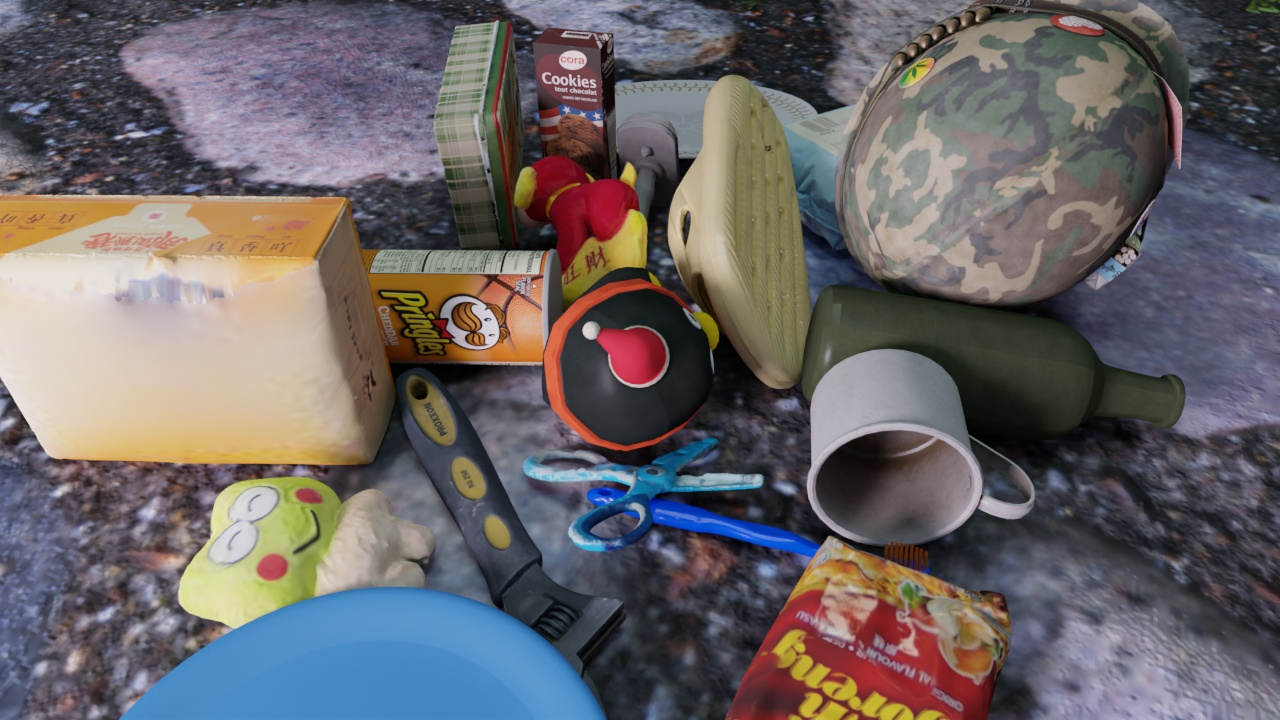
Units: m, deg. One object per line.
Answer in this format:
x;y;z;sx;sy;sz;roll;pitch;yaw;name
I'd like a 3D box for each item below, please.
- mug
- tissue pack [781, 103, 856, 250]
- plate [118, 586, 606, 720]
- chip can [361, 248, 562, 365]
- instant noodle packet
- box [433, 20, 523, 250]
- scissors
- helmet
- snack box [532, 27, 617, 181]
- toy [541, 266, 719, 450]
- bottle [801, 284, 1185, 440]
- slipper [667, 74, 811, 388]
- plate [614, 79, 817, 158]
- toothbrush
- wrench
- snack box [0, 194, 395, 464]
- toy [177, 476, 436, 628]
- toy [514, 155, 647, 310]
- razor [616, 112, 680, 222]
0.144;0.048;0.479;0.113;0.084;0.070;10;38;2;mug
0.191;-0.156;0.735;0.181;0.070;0.112;-19;43;-24;tissue pack
-0.115;0.189;0.349;0.224;0.024;0.223;-1;44;1;plate
-0.161;-0.034;0.587;0.215;0.075;0.075;1;40;2;chip can
0.101;0.141;0.400;0.098;0.040;0.135;25;45;18;instant noodle packet
-0.124;-0.185;0.740;0.050;0.118;0.205;-6;38;1;box
-0.001;0.068;0.488;0.134;0.012;0.134;2;20;3;scissors
0.234;-0.130;0.591;0.192;0.224;0.236;48;13;-4;helmet
-0.048;-0.179;0.708;0.051;0.141;0.031;10;41;13;snack box
-0.003;0.003;0.508;0.099;0.097;0.119;-29;13;-15;toy
0.201;0.007;0.529;0.207;0.072;0.071;10;40;3;bottle
0.057;-0.092;0.627;0.079;0.111;0.260;-20;47;29;slipper
0.038;-0.217;0.834;0.242;0.016;0.242;-1;31;0;plate
0.058;0.087;0.480;0.183;0.018;0.016;11;27;14;toothbrush
-0.078;0.088;0.479;0.073;0.022;0.273;-24;45;-17;wrench
-0.250;-0.011;0.504;0.195;0.145;0.080;1;39;2;snack box
-0.161;0.096;0.455;0.115;0.046;0.092;6;39;-4;toy
-0.040;-0.098;0.646;0.106;0.067;0.137;-44;53;15;toy
-0.002;-0.114;0.696;0.047;0.088;0.116;7;59;10;razor
